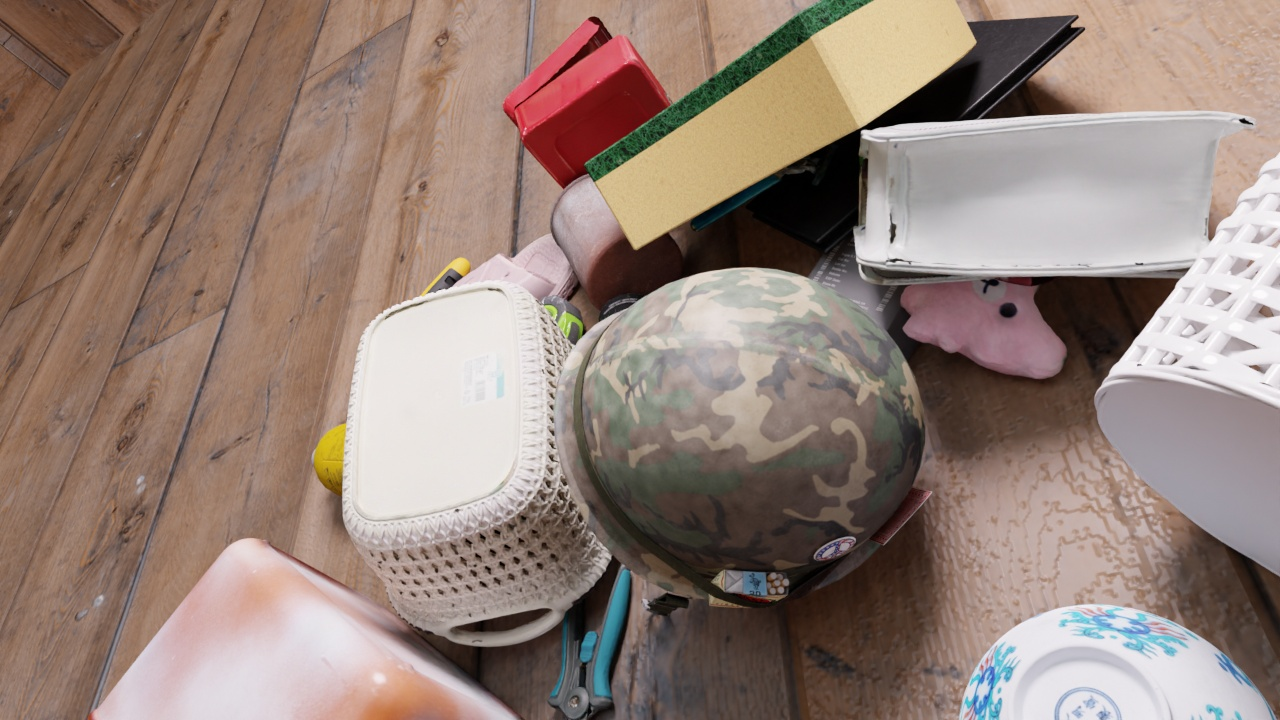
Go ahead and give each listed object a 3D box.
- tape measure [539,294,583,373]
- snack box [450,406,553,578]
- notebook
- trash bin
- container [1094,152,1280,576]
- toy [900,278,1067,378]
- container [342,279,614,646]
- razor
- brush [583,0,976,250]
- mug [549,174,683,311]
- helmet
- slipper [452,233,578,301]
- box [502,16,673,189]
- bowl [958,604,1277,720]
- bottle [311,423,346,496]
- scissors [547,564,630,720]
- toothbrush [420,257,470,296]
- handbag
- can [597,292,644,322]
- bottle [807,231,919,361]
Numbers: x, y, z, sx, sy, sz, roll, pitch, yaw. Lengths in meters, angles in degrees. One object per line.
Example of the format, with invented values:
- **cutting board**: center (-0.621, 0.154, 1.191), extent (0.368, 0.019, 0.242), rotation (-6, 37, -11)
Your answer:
- **tape measure**: center (-0.077, -0.024, 0.823), extent (0.059, 0.036, 0.065), rotation (-30, 47, 28)
- **snack box**: center (-0.111, 0.097, 0.760), extent (0.080, 0.025, 0.147), rotation (16, 69, 44)
- **notebook**: center (0.195, -0.179, 0.705), extent (0.231, 0.019, 0.169), rotation (-41, 21, 3)
- **trash bin**: center (-0.206, 0.246, 0.604), extent (0.260, 0.181, 0.157), rotation (18, 68, 45)
- **container**: center (0.330, -0.007, 0.385), extent (0.186, 0.189, 0.189), rotation (-50, 43, -5)
- **toy**: center (0.214, -0.030, 0.584), extent (0.096, 0.053, 0.098), rotation (1, 53, 3)
- **container**: center (-0.119, 0.062, 0.667), extent (0.185, 0.143, 0.251), rotation (-13, 53, 7)
- **razor**: center (0.093, -0.137, 0.744), extent (0.144, 0.022, 0.042), rotation (-21, 30, 43)
- **brush**: center (0.100, -0.188, 0.675), extent (0.251, 0.075, 0.194), rotation (-22, 13, 47)
- **mug**: center (-0.010, -0.111, 0.795), extent (0.123, 0.096, 0.110), rotation (-43, 48, 14)
- **helmet**: center (0.060, 0.048, 0.550), extent (0.237, 0.224, 0.192), rotation (-27, 45, 54)
- **slipper**: center (-0.155, -0.037, 0.870), extent (0.239, 0.064, 0.094), rotation (-50, 43, -4)
- **box**: center (-0.027, -0.202, 0.836), extent (0.136, 0.157, 0.117), rotation (-42, 47, 5)
- **bowl**: center (0.210, 0.172, 0.420), extent (0.144, 0.074, 0.143), rotation (-20, 48, 24)
- **bottle**: center (-0.238, 0.091, 0.827), extent (0.164, 0.071, 0.070), rotation (-2, 57, 36)
- **scissors**: center (-0.034, 0.203, 0.622), extent (0.150, 0.019, 0.130), rotation (-46, 42, -3)
- **toothbrush**: center (-0.239, -0.026, 0.952), extent (0.196, 0.031, 0.031), rotation (-54, 29, -5)
- **handbag**: center (0.227, -0.095, 0.543), extent (0.199, 0.096, 0.141), rotation (0, 12, 14)
- **can**: center (-0.004, 0.004, 0.719), extent (0.054, 0.054, 0.137), rotation (-27, 38, 17)
- **bottle**: center (0.179, -0.070, 0.653), extent (0.084, 0.046, 0.173), rotation (22, 73, 45)
